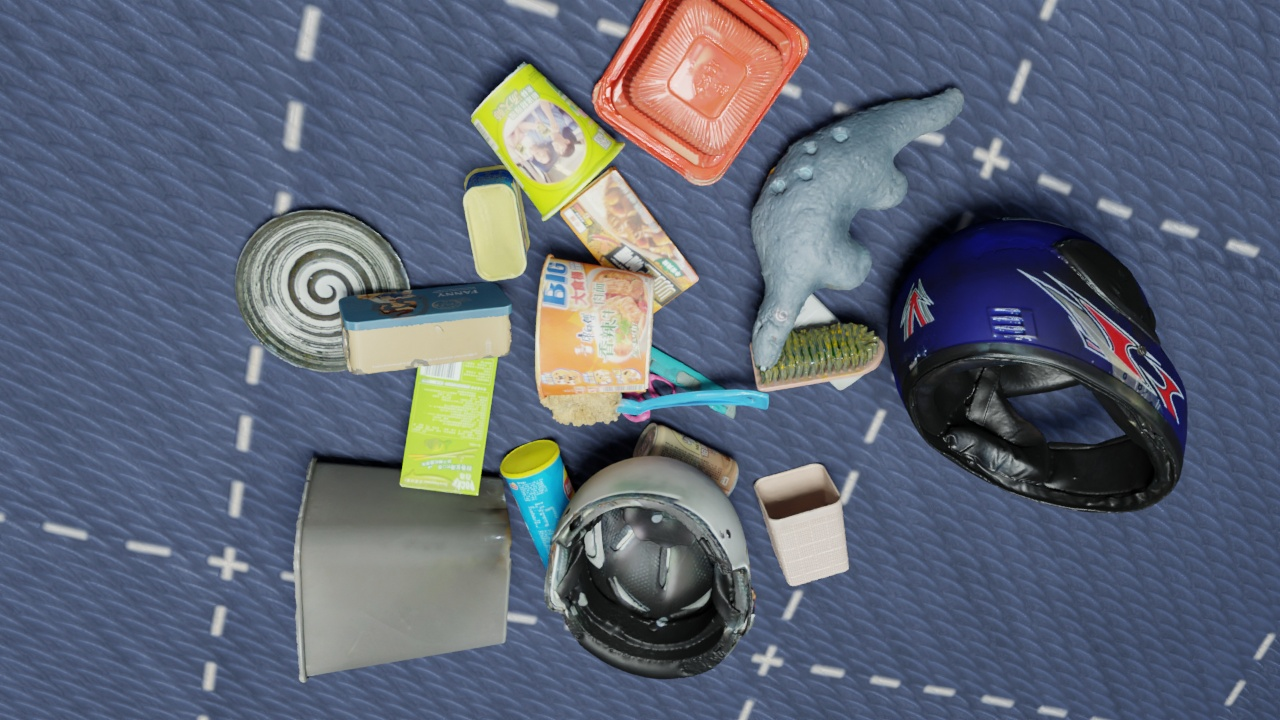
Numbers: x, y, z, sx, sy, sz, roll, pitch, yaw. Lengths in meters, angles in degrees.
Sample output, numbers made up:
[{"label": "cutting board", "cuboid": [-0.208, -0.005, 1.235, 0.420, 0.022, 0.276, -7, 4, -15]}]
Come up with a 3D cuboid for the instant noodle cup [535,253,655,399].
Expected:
[{"label": "instant noodle cup", "cuboid": [-0.044, -0.031, 0.946, 0.111, 0.151, 0.151, 4, 112, 2]}]

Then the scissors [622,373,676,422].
[{"label": "scissors", "cuboid": [-0.004, 0.003, 1.048, 0.073, 0.017, 0.137, -22, 109, 0]}]

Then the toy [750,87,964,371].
[{"label": "toy", "cuboid": [0.193, -0.157, 0.953, 0.138, 0.091, 0.356, 32, 93, -12]}]

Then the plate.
[{"label": "plate", "cuboid": [-0.335, -0.073, 0.973, 0.179, 0.024, 0.180, -3, 112, -7]}]

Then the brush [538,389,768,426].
[{"label": "brush", "cuboid": [0.015, 0.043, 1.023, 0.255, 0.045, 0.083, -1, 142, 3]}]

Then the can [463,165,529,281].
[{"label": "can", "cuboid": [-0.147, -0.140, 0.934, 0.057, 0.083, 0.102, -9, 113, -3]}]

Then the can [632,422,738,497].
[{"label": "can", "cuboid": [0.054, 0.121, 1.078, 0.116, 0.058, 0.059, 27, 107, -16]}]

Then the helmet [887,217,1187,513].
[{"label": "helmet", "cuboid": [0.417, -0.012, 0.962, 0.315, 0.239, 0.248, 31, 144, -10]}]

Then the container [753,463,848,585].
[{"label": "container", "cuboid": [0.198, 0.202, 1.114, 0.090, 0.089, 0.111, -16, 117, 0]}]

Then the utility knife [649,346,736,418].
[{"label": "utility knife", "cuboid": [0.043, 0.016, 1.051, 0.182, 0.013, 0.029, 30, 83, -20]}]

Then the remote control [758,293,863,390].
[{"label": "remote control", "cuboid": [0.203, -0.030, 1.051, 0.058, 0.021, 0.150, -41, 110, 19]}]

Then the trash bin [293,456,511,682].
[{"label": "trash bin", "cuboid": [-0.262, 0.223, 1.022, 0.219, 0.198, 0.199, 0, 114, -15]}]

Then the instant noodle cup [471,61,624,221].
[{"label": "instant noodle cup", "cuboid": [-0.096, -0.220, 0.900, 0.112, 0.111, 0.123, -41, 103, 10]}]

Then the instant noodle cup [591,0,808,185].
[{"label": "instant noodle cup", "cuboid": [0.059, -0.279, 0.903, 0.164, 0.079, 0.189, 29, 108, -15]}]

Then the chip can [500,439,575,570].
[{"label": "chip can", "cuboid": [-0.096, 0.200, 1.088, 0.071, 0.071, 0.210, -19, 114, 1]}]

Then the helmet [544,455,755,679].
[{"label": "helmet", "cuboid": [0.016, 0.210, 1.015, 0.230, 0.156, 0.274, 3, 130, 13]}]

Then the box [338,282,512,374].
[{"label": "box", "cuboid": [-0.216, -0.036, 0.950, 0.184, 0.090, 0.061, -11, 116, -22]}]

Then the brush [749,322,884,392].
[{"label": "brush", "cuboid": [0.198, -0.003, 1.022, 0.146, 0.063, 0.073, -9, 148, 4]}]

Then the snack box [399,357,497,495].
[{"label": "snack box", "cuboid": [-0.209, 0.065, 1.004, 0.085, 0.026, 0.156, 8, 81, -11]}]

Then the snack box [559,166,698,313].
[{"label": "snack box", "cuboid": [-0.011, -0.125, 0.986, 0.075, 0.026, 0.154, -36, 112, 9]}]
